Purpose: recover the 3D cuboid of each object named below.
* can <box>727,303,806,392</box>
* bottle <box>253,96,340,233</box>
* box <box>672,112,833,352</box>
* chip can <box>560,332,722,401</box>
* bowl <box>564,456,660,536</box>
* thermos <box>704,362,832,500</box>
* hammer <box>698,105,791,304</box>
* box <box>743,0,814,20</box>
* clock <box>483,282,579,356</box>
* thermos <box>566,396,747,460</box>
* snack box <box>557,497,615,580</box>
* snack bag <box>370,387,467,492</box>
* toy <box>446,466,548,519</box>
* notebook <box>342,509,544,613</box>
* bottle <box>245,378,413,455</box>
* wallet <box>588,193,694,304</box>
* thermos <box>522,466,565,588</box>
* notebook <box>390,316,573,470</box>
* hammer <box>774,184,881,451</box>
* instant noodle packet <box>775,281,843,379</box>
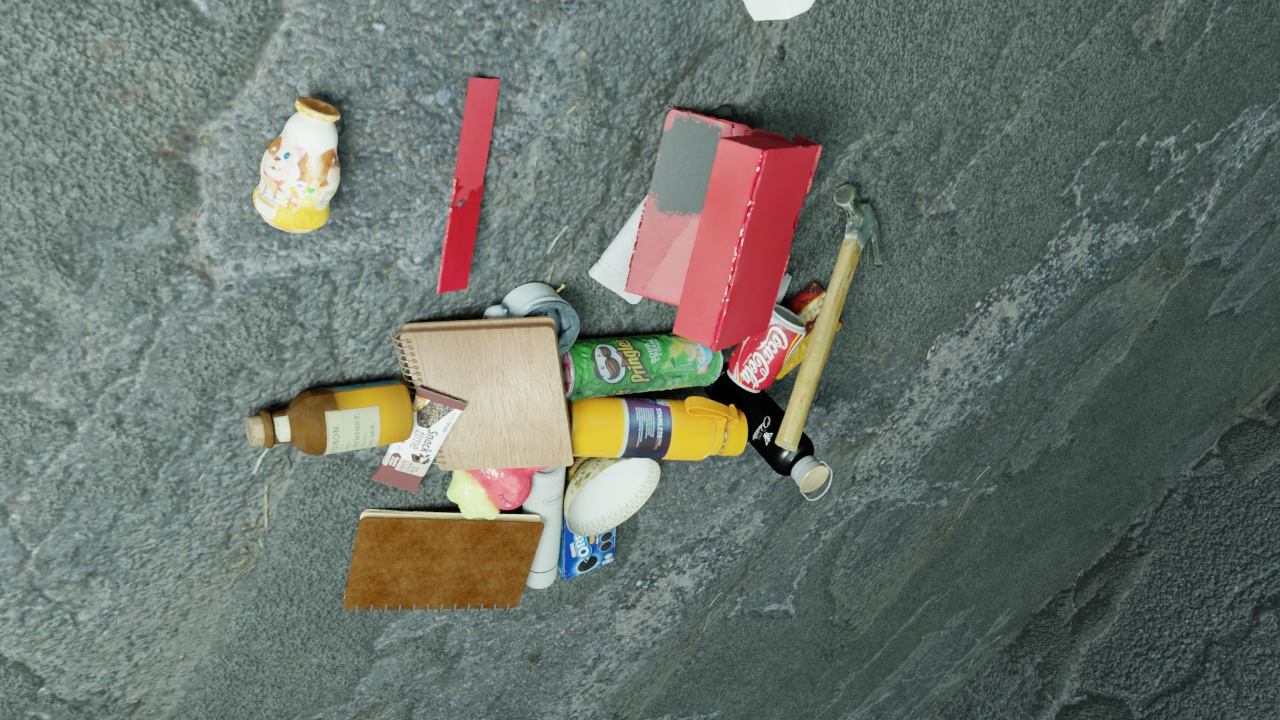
[{"bbox_3d":[0.159,-0.015,1.168,0.064,0.064,0.105,11,120,-41],"label":"can"},{"bbox_3d":[-0.283,-0.163,0.769,0.063,0.063,0.109,6,121,-39],"label":"bottle"},{"bbox_3d":[0.135,-0.185,1.107,0.509,0.141,0.216,-51,156,-66],"label":"box"},{"bbox_3d":[-0.005,0.005,1.106,0.222,0.075,0.076,-5,128,-33],"label":"chip can"},{"bbox_3d":[-0.050,0.159,1.203,0.145,0.063,0.145,-26,143,-22],"label":"bowl"},{"bbox_3d":[0.169,0.092,1.187,0.061,0.231,0.061,-20,135,-21],"label":"thermos"},{"bbox_3d":[0.113,-0.155,1.088,0.127,0.029,0.324,-28,136,-13],"label":"hammer"},{"bbox_3d":[0.100,-0.357,0.840,0.143,0.083,0.137,-59,139,-15],"label":"box"},{"bbox_3d":[-0.125,-0.035,0.997,0.117,0.057,0.083,-25,137,-15],"label":"clock"},{"bbox_3d":[0.020,0.084,1.137,0.232,0.076,0.092,4,167,-18],"label":"thermos"},{"bbox_3d":[-0.077,0.243,1.296,0.082,0.027,0.150,-18,134,-24],"label":"snack box"},{"bbox_3d":[-0.248,0.093,1.022,0.057,0.013,0.158,21,126,-22],"label":"snack bag"},{"bbox_3d":[-0.168,0.138,1.109,0.135,0.045,0.091,-33,105,0],"label":"toy"},{"bbox_3d":[-0.248,0.256,1.153,0.225,0.024,0.168,6,123,-23],"label":"notebook"},{"bbox_3d":[-0.317,0.061,0.936,0.156,0.068,0.068,-7,129,-31],"label":"bottle"},{"bbox_3d":[0.003,-0.121,1.034,0.086,0.032,0.116,24,110,-43],"label":"wallet"},{"bbox_3d":[-0.131,0.217,1.216,0.052,0.052,0.225,-14,133,-26],"label":"thermos"},{"bbox_3d":[-0.167,0.042,1.007,0.169,0.022,0.211,-3,132,2],"label":"notebook"},{"bbox_3d":[0.234,-0.044,1.150,0.132,0.033,0.330,38,69,-52],"label":"hammer"},{"bbox_3d":[0.208,-0.037,1.248,0.135,0.039,0.098,-41,138,-1],"label":"instant noodle packet"}]
